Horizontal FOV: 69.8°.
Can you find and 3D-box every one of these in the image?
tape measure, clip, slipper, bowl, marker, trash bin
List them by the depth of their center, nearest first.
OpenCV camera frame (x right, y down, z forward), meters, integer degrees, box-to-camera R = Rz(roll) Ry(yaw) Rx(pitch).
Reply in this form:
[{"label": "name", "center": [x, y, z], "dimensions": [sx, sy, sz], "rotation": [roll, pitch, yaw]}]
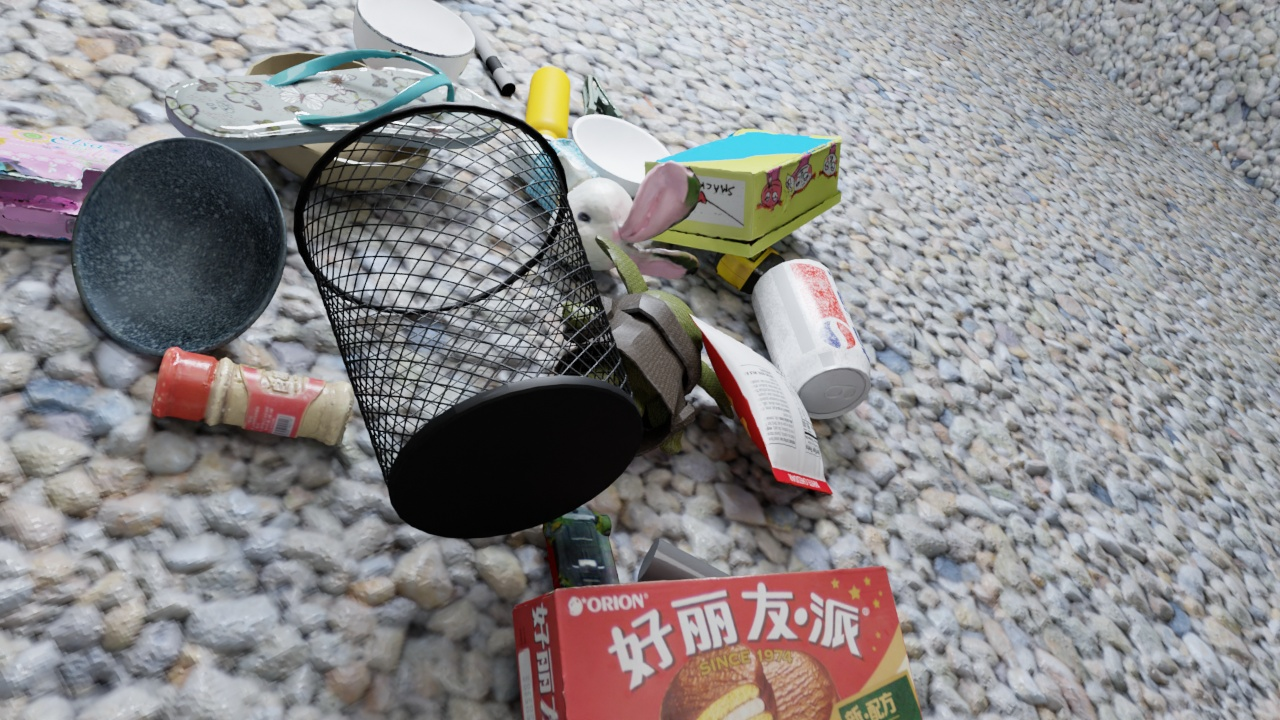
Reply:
[{"label": "trash bin", "center": [-0.102, -0.018, 0.564], "dimensions": [0.183, 0.185, 0.210], "rotation": [1, 48, -32]}, {"label": "bowl", "center": [-0.281, -0.068, 0.587], "dimensions": [0.137, 0.137, 0.057], "rotation": [36, -1, 5]}, {"label": "slipper", "center": [-0.225, -0.211, 0.713], "dimensions": [0.268, 0.055, 0.098], "rotation": [-14, 54, -40]}, {"label": "bowl", "center": [-0.250, -0.189, 0.756], "dimensions": [0.152, 0.051, 0.152], "rotation": [18, 41, -16]}, {"label": "bowl", "center": [-0.221, -0.299, 0.883], "dimensions": [0.113, 0.063, 0.113], "rotation": [17, 41, -16]}, {"label": "tape measure", "center": [0.104, -0.093, 0.893], "dimensions": [0.064, 0.037, 0.065], "rotation": [32, 37, 0]}, {"label": "bowl", "center": [-0.023, -0.195, 0.918], "dimensions": [0.110, 0.041, 0.109], "rotation": [18, 41, -16]}, {"label": "marker", "center": [-0.167, -0.334, 0.993], "dimensions": [0.016, 0.016, 0.140], "rotation": [-4, 50, -36]}, {"label": "clip", "center": [-0.049, -0.290, 1.018], "dimensions": [0.059, 0.023, 0.076], "rotation": [5, 47, -31]}]

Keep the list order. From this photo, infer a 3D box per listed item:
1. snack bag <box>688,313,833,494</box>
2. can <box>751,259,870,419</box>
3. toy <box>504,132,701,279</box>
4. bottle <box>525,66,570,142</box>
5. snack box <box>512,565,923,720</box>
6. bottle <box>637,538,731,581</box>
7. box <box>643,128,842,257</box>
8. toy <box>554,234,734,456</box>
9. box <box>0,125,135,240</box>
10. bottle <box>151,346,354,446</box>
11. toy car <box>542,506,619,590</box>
[{"label": "snack bag", "center": [0.098, 0.035, 0.714], "dimensions": [0.130, 0.039, 0.144], "rotation": [22, 37, -59]}, {"label": "can", "center": [0.151, -0.021, 0.815], "dimensions": [0.078, 0.078, 0.136], "rotation": [11, 43, -23]}, {"label": "toy", "center": [-0.053, -0.139, 0.804], "dimensions": [0.205, 0.131, 0.105], "rotation": [35, 58, 24]}, {"label": "bottle", "center": [-0.094, -0.243, 0.921], "dimensions": [0.043, 0.043, 0.143], "rotation": [17, 41, -17]}, {"label": "snack box", "center": [0.050, 0.183, 0.523], "dimensions": [0.236, 0.060, 0.113], "rotation": [4, 66, -30]}, {"label": "bottle", "center": [0.055, 0.156, 0.602], "dimensions": [0.113, 0.030, 0.030], "rotation": [28, 39, -4]}, {"label": "box", "center": [0.108, -0.174, 0.912], "dimensions": [0.124, 0.081, 0.220], "rotation": [13, 25, 28]}, {"label": "toy", "center": [-0.004, 0.004, 0.687], "dimensions": [0.179, 0.078, 0.152], "rotation": [53, 33, -12]}, {"label": "box", "center": [-0.424, -0.124, 0.573], "dimensions": [0.230, 0.053, 0.084], "rotation": [3, 47, -30]}, {"label": "bottle", "center": [-0.230, 0.023, 0.550], "dimensions": [0.109, 0.044, 0.044], "rotation": [13, 42, -24]}, {"label": "toy car", "center": [-0.036, 0.129, 0.567], "dimensions": [0.042, 0.036, 0.091], "rotation": [8, 45, -26]}]
